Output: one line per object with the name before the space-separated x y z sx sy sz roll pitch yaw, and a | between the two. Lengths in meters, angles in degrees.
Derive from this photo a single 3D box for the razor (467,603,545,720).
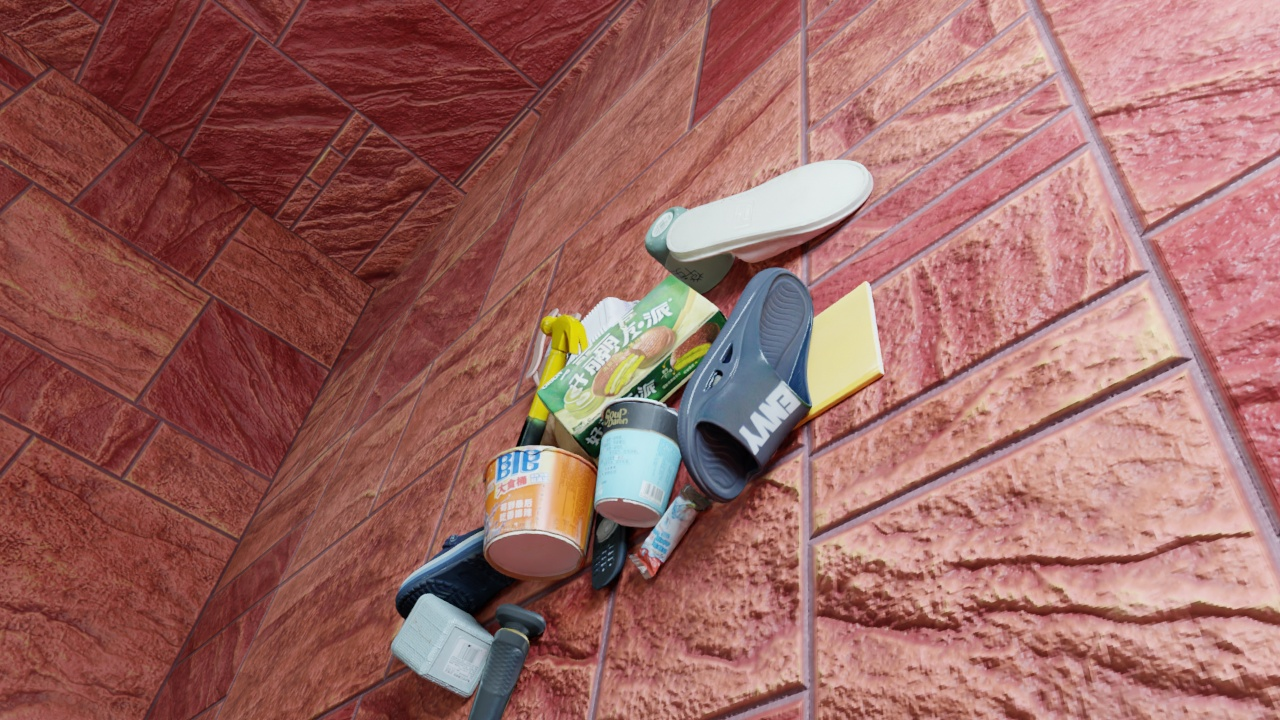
razor | -0.163 0.368 1.058 0.068 0.062 0.167 104 -176 -66

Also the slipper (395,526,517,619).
slipper | -0.241 0.280 1.247 0.253 0.105 0.095 -39 28 30

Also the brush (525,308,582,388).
brush | -0.142 -0.014 1.518 0.063 0.073 0.145 -21 41 50

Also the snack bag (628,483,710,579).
snack bag | 0.030 0.182 0.977 0.104 0.026 0.048 -53 37 2

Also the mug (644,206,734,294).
mug | 0.075 -0.160 1.271 0.112 0.106 0.082 -25 35 47

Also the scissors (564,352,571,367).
scissors | -0.138 0.069 1.365 0.197 0.015 0.214 -62 -2 -6

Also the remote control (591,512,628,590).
remote control | -0.033 0.210 1.057 0.053 0.024 0.136 -43 24 26

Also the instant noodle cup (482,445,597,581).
instant noodle cup | -0.124 0.191 1.114 0.152 0.151 0.111 -36 37 35

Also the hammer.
hammer | -0.141 0.081 1.242 0.129 0.032 0.300 12 83 61

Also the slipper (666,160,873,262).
slipper | 0.161 -0.177 1.157 0.275 0.054 0.114 -15 49 26

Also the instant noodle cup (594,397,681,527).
instant noodle cup | -0.004 0.121 1.041 0.111 0.111 0.120 -25 43 48

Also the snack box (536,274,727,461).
snack box | -0.007 0.007 1.153 0.240 0.063 0.114 -41 40 -4

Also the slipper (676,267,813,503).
slipper | 0.122 0.013 0.915 0.083 0.110 0.267 -11 46 52

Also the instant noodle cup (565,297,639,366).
instant noodle cup | -0.069 -0.022 1.410 0.174 0.060 0.137 -44 25 17

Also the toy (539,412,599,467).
toy | -0.070 0.092 1.232 0.226 0.082 0.143 5 81 61

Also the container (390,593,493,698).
container | -0.246 0.364 1.165 0.112 0.090 0.089 4 60 60

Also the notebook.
notebook | 0.166 0.017 0.974 0.207 0.010 0.145 -38 28 32
